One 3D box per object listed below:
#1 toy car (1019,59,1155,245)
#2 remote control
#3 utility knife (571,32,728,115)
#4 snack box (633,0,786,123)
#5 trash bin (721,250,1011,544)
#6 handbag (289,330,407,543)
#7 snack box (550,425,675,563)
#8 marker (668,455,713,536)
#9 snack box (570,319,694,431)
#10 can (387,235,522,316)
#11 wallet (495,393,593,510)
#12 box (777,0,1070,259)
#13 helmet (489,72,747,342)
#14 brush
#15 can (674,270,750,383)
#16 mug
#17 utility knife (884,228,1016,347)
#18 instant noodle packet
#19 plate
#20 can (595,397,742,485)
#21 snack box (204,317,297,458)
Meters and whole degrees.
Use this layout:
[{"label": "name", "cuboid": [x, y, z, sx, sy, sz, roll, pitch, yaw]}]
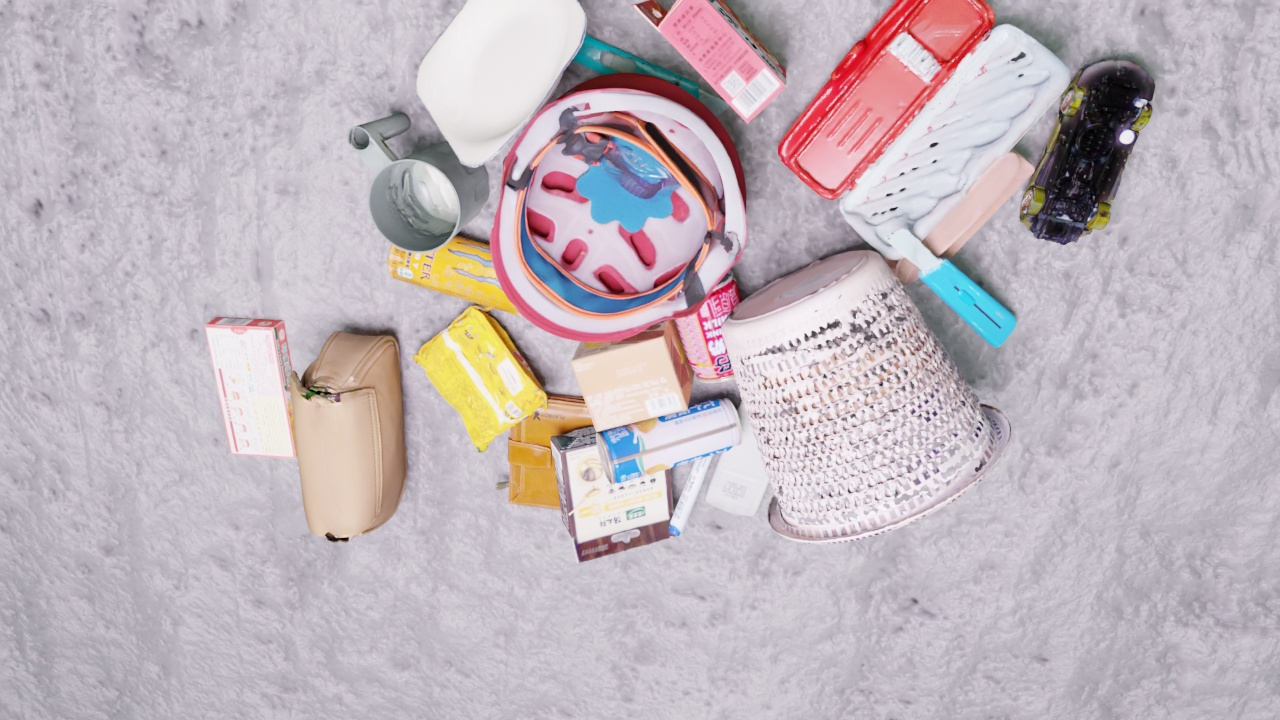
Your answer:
[{"label": "toy car", "cuboid": [0.379, -0.175, 0.780, 0.070, 0.042, 0.158, 15, 116, 1]}, {"label": "remote control", "cuboid": [0.115, 0.092, 0.946, 0.058, 0.021, 0.150, 18, 114, 0]}, {"label": "utility knife", "cuboid": [-0.005, -0.258, 0.815, 0.178, 0.013, 0.029, 22, 116, -2]}, {"label": "snack box", "cuboid": [0.062, -0.262, 0.749, 0.127, 0.113, 0.044, 43, 113, -11]}, {"label": "trash bin", "cuboid": [0.177, 0.019, 0.803, 0.228, 0.227, 0.192, -24, 102, 17]}, {"label": "handbag", "cuboid": [-0.297, 0.077, 0.929, 0.100, 0.147, 0.205, 3, 109, 5]}, {"label": "snack box", "cuboid": [-0.026, 0.129, 0.942, 0.113, 0.053, 0.126, -12, 114, -16]}, {"label": "marker", "cuboid": [0.061, 0.111, 0.938, 0.017, 0.017, 0.146, 21, 94, -1]}, {"label": "snack box", "cuboid": [-0.005, 0.005, 0.885, 0.093, 0.094, 0.077, -15, 110, 14]}, {"label": "can", "cuboid": [-0.167, -0.088, 0.888, 0.146, 0.058, 0.058, 16, 114, 1]}, {"label": "wallet", "cuboid": [-0.093, 0.098, 0.975, 0.119, 0.035, 0.131, 5, 111, 3]}, {"label": "box", "cuboid": [0.229, -0.204, 0.767, 0.160, 0.049, 0.201, 47, 113, 14]}, {"label": "helmet", "cuboid": [-0.015, -0.140, 0.801, 0.207, 0.143, 0.241, 35, 127, -14]}, {"label": "brush", "cuboid": [0.268, -0.129, 0.801, 0.063, 0.072, 0.146, 35, 115, -8]}, {"label": "can", "cuboid": [0.069, -0.033, 0.873, 0.066, 0.066, 0.094, -14, 110, 13]}, {"label": "mug", "cuboid": [-0.201, -0.167, 0.834, 0.084, 0.103, 0.124, -31, 105, 19]}, {"label": "utility knife", "cuboid": [0.273, -0.065, 0.804, 0.208, 0.018, 0.034, 29, 114, -37]}, {"label": "instant noodle packet", "cuboid": [-0.158, 0.018, 0.929, 0.111, 0.044, 0.128, -35, 88, 26]}, {"label": "plate", "cuboid": [-0.114, -0.254, 0.783, 0.164, 0.164, 0.034, -46, 144, 18]}, {"label": "can", "cuboid": [0.028, 0.077, 0.888, 0.134, 0.053, 0.053, -15, 112, -11]}, {"label": "snack box", "cuboid": [-0.416, 0.031, 0.993, 0.077, 0.027, 0.156, 3, 114, 6]}]
